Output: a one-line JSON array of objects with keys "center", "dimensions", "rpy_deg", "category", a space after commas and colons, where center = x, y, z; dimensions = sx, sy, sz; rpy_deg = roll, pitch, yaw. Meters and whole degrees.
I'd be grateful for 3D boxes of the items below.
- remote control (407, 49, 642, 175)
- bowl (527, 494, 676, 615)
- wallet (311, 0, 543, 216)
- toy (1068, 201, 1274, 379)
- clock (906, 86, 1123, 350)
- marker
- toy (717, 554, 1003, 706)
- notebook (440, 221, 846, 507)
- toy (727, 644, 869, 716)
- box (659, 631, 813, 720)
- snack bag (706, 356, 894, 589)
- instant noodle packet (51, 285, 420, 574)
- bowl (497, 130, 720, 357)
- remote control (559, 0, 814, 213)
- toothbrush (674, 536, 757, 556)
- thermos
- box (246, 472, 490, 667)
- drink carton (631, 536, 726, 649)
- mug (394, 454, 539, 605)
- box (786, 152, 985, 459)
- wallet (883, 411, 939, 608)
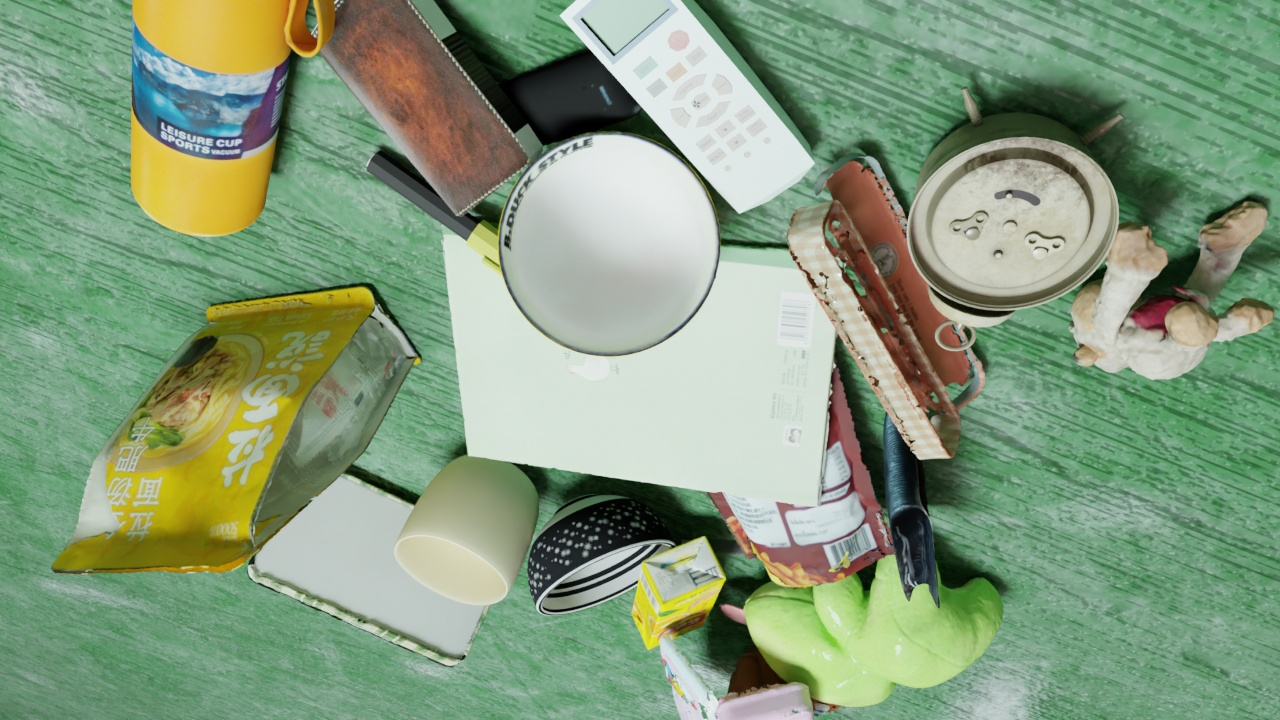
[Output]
[{"center": [-0.071, -0.131, 0.506], "dimensions": [0.152, 0.020, 0.041], "rpy_deg": [-10, 130, 31], "category": "remote control"}, {"center": [-0.039, 0.147, 0.739], "dimensions": [0.120, 0.066, 0.120], "rpy_deg": [-21, 152, -12], "category": "bowl"}, {"center": [-0.115, -0.142, 0.490], "dimensions": [0.072, 0.019, 0.123], "rpy_deg": [-27, 109, 38], "category": "wallet"}, {"center": [0.263, -0.028, 0.471], "dimensions": [0.085, 0.074, 0.106], "rpy_deg": [-22, 164, -17], "category": "toy"}, {"center": [0.178, -0.062, 0.464], "dimensions": [0.093, 0.054, 0.141], "rpy_deg": [12, 130, 7], "category": "clock"}, {"center": [-0.112, -0.084, 0.557], "dimensions": [0.124, 0.021, 0.017], "rpy_deg": [35, 165, -5], "category": "marker"}, {"center": [0.173, 0.218, 0.729], "dimensions": [0.150, 0.107, 0.197], "rpy_deg": [34, 128, -19], "category": "toy"}, {"center": [-0.004, 0.003, 0.593], "dimensions": [0.253, 0.010, 0.182], "rpy_deg": [7, 121, 13], "category": "notebook"}, {"center": [0.148, 0.304, 0.850], "dimensions": [0.128, 0.065, 0.095], "rpy_deg": [13, 154, 5], "category": "toy"}, {"center": [0.079, 0.316, 0.780], "dimensions": [0.146, 0.077, 0.202], "rpy_deg": [11, 142, 19], "category": "box"}, {"center": [0.089, 0.067, 0.627], "dimensions": [0.139, 0.066, 0.208], "rpy_deg": [-11, 124, 29], "category": "snack bag"}, {"center": [-0.274, 0.051, 0.620], "dimensions": [0.163, 0.221, 0.084], "rpy_deg": [-4, 130, 22], "category": "instant noodle packet"}, {"center": [-0.018, -0.063, 0.508], "dimensions": [0.117, 0.067, 0.117], "rpy_deg": [0, 97, -3], "category": "bowl"}, {"center": [0.029, -0.137, 0.458], "dimensions": [0.050, 0.024, 0.143], "rpy_deg": [-31, 120, 31], "category": "remote control"}, {"center": [0.096, 0.150, 0.725], "dimensions": [0.168, 0.012, 0.013], "rpy_deg": [-4, 151, 38], "category": "toothbrush"}, {"center": [-0.216, -0.167, 0.483], "dimensions": [0.091, 0.076, 0.233], "rpy_deg": [5, 144, -26], "category": "thermos"}, {"center": [-0.230, 0.182, 0.817], "dimensions": [0.205, 0.117, 0.051], "rpy_deg": [26, 154, -10], "category": "box"}, {"center": [0.030, 0.197, 0.764], "dimensions": [0.058, 0.043, 0.135], "rpy_deg": [-19, 152, -16], "category": "drink carton"}, {"center": [-0.140, 0.133, 0.747], "dimensions": [0.096, 0.099, 0.120], "rpy_deg": [39, 136, -18], "category": "mug"}, {"center": [0.141, -0.024, 0.507], "dimensions": [0.042, 0.082, 0.187], "rpy_deg": [-7, 135, 40], "category": "box"}, {"center": [0.177, 0.096, 0.605], "dimensions": [0.026, 0.089, 0.115], "rpy_deg": [-6, 132, 17], "category": "wallet"}]
